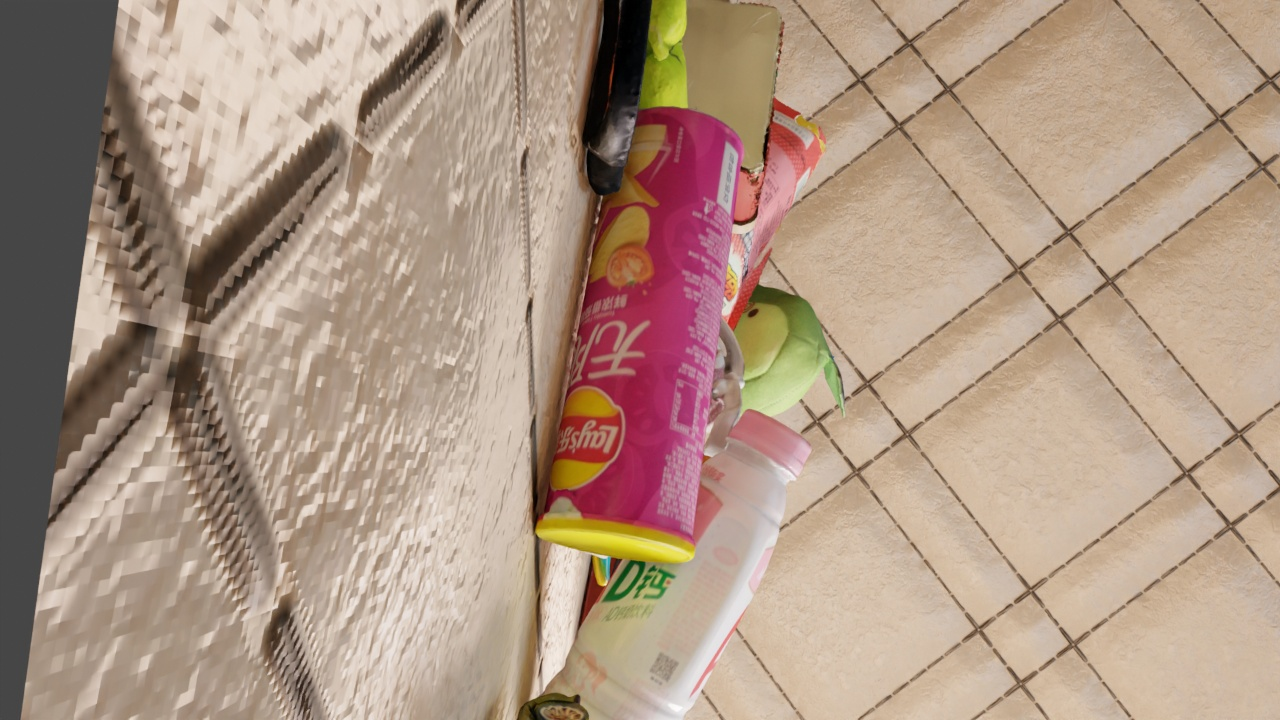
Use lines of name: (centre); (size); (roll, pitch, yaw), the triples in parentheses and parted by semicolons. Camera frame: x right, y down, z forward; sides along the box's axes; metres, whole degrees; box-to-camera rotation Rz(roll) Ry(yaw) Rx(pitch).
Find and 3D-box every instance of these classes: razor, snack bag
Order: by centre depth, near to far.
razor: (-0.016, 0.084, 0.617); (0.043, 0.028, 0.132); (118, -14, -71)
snack bag: (0.075, -0.106, 0.710); (0.207, 0.073, 0.129); (-60, 143, -26)

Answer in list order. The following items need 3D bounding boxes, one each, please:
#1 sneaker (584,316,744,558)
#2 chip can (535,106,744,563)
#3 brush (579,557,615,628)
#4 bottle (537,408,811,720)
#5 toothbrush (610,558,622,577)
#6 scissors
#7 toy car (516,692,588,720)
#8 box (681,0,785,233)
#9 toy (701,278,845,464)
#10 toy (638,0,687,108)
sneaker: (0.019, 0.003, 0.545); (0.118, 0.088, 0.241); (-19, 118, -84)
chip can: (0.004, -0.014, 0.440); (0.071, 0.071, 0.210); (85, 13, -70)
brush: (-0.009, 0.169, 0.650); (0.069, 0.063, 0.145); (113, -9, -59)
bottle: (0.020, 0.117, 0.456); (0.196, 0.068, 0.068); (-57, 172, -6)
toothbrush: (-0.018, 0.150, 0.588); (0.018, 0.015, 0.181); (136, -26, -89)
scissors: (-0.003, -0.184, 0.427); (0.137, 0.021, 0.234); (105, -8, -56)
toy car: (-0.045, 0.173, 0.328); (0.158, 0.042, 0.070); (-7, 104, -84)
box: (0.053, -0.181, 0.640); (0.079, 0.091, 0.168); (95, 5, -58)
toy: (0.072, -0.008, 0.799); (0.247, 0.090, 0.227); (-1, -102, 55)
toy: (0.012, -0.167, 0.532); (0.096, 0.031, 0.100); (-60, 153, -78)
